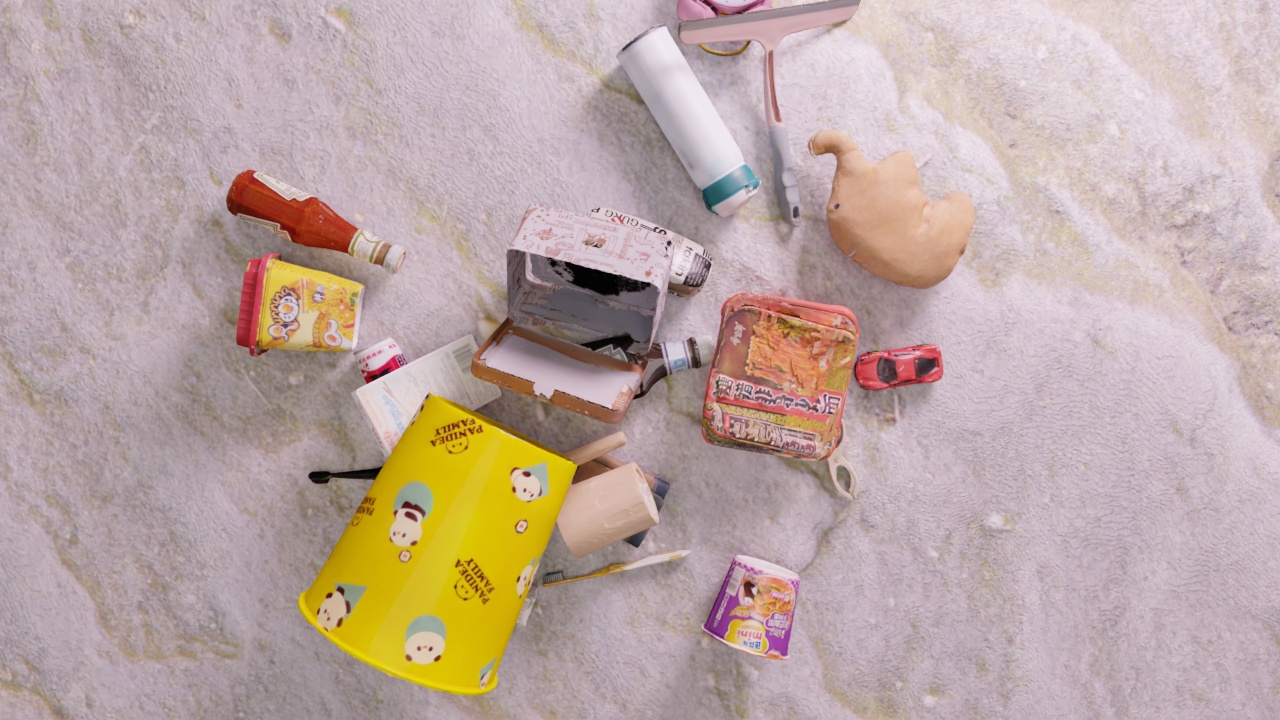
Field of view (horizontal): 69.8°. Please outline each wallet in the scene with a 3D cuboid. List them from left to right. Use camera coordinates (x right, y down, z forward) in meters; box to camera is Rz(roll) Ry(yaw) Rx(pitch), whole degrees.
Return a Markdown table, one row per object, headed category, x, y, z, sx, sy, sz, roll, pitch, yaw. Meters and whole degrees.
| category | x | y | z | sx | sy | sz | roll | pitch | yaw |
| --- | --- | --- | --- | --- | --- | --- | --- | --- | --- |
| wallet | -0.032 | 0.167 | 1.129 | 0.115 | 0.033 | 0.090 | 28 | 96 | 0 |

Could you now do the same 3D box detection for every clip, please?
| category | x | y | z | sx | sy | sz | roll | pitch | yaw |
| --- | --- | --- | --- | --- | --- | --- | --- | --- | --- |
| clip | 0.243 | 0.125 | 1.130 | 0.061 | 0.034 | 0.097 | -23 | 88 | 2 |

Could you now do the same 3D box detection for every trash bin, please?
| category | x | y | z | sx | sy | sz | roll | pitch | yaw |
| --- | --- | --- | --- | --- | --- | --- | --- | --- | --- |
| trash bin | -0.204 | 0.188 | 0.994 | 0.229 | 0.230 | 0.255 | 26 | 84 | -4 |

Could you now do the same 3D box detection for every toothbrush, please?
| category | x | y | z | sx | sy | sz | roll | pitch | yaw |
| --- | --- | --- | --- | --- | --- | --- | --- | --- | --- |
| toothbrush | -0.300 | 0.139 | 1.124 | 0.212 | 0.027 | 0.026 | -3 | 52 | 0 |
| toothbrush | -0.030 | 0.257 | 1.146 | 0.191 | 0.016 | 0.018 | -13 | 88 | 1 |

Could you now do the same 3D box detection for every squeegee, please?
| category | x | y | z | sx | sy | sz | roll | pitch | yaw |
| --- | --- | --- | --- | --- | --- | --- | --- | --- | --- |
| squeegee | 0.161 | -0.279 | 1.072 | 0.247 | 0.040 | 0.250 | -17 | 108 | -24 |

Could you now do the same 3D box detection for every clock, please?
| category | x | y | z | sx | sy | sz | roll | pitch | yaw |
| --- | --- | --- | --- | --- | --- | --- | --- | --- | --- |
| clock | 0.102 | -0.429 | 1.050 | 0.117 | 0.059 | 0.158 | 8 | 98 | -2 |

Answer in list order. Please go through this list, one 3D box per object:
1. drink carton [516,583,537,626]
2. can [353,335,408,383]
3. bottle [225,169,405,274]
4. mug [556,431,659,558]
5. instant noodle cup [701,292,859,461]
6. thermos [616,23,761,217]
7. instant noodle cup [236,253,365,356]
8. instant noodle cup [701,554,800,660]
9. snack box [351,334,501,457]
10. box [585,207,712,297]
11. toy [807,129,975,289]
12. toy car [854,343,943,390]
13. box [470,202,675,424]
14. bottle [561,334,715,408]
| category | x | y | z | sx | sy | sz | roll | pitch | yaw |
| --- | --- | --- | --- | --- | --- | --- | --- | --- | --- |
| drink carton | -0.189 | 0.279 | 1.127 | 0.122 | 0.053 | 0.045 | 23 | 91 | -3 |
| can | -0.291 | 0.039 | 1.097 | 0.053 | 0.053 | 0.133 | -26 | 96 | 2 |
| bottle | -0.376 | -0.157 | 1.073 | 0.206 | 0.059 | 0.060 | 24 | 95 | -4 |
| mug | -0.047 | 0.156 | 1.080 | 0.103 | 0.084 | 0.124 | -23 | 69 | 6 |
| instant noodle cup | 0.161 | 0.016 | 1.091 | 0.164 | 0.079 | 0.189 | 11 | 97 | -3 |
| thermos | 0.057 | -0.272 | 1.064 | 0.073 | 0.073 | 0.224 | -32 | 96 | 2 |
| instant noodle cup | -0.389 | -0.059 | 1.063 | 0.123 | 0.116 | 0.116 | 9 | 96 | -14 |
| instant noodle cup | 0.141 | 0.295 | 1.113 | 0.111 | 0.111 | 0.099 | 18 | 86 | -3 |
| snack box | -0.247 | 0.039 | 1.074 | 0.156 | 0.027 | 0.085 | -30 | 98 | -30 |
| box | 0.004 | -0.127 | 1.094 | 0.163 | 0.081 | 0.074 | 19 | 64 | -2 |
| toy | 0.280 | -0.175 | 1.066 | 0.226 | 0.082 | 0.143 | 32 | 83 | -9 |
| toy car | 0.315 | 0.009 | 1.117 | 0.106 | 0.031 | 0.049 | -7 | 95 | 2 |
| box | -0.077 | -0.040 | 1.009 | 0.183 | 0.191 | 0.157 | 15 | 141 | 5 |
| bottle | -0.007 | 0.006 | 1.104 | 0.195 | 0.044 | 0.080 | -12 | 87 | -1 |
